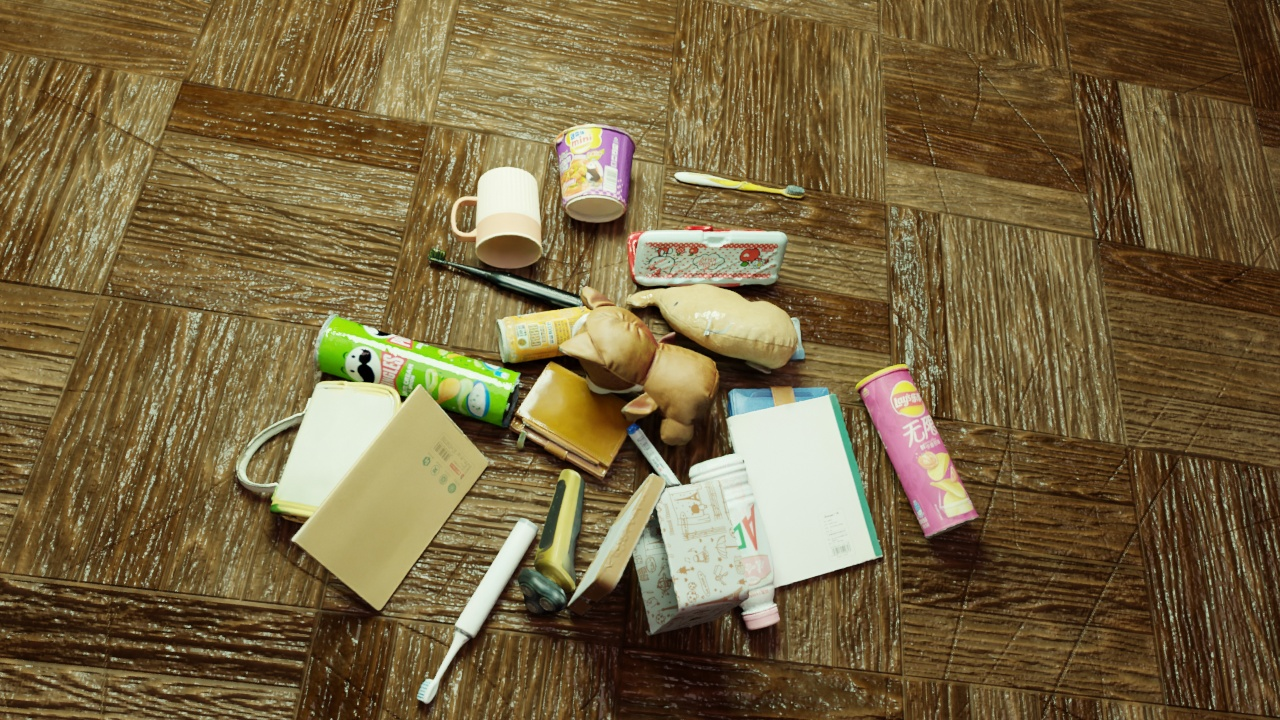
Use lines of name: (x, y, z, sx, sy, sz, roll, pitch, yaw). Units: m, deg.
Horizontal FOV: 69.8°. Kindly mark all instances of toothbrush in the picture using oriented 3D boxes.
toothbrush: (-0.178, 0.274, 1.011, 0.026, 0.027, 0.220, 9, 57, 38)
toothbrush: (-0.172, -0.103, 1.182, 0.212, 0.027, 0.026, 19, 23, -1)
toothbrush: (0.143, -0.252, 1.311, 0.191, 0.018, 0.016, 7, 63, -7)

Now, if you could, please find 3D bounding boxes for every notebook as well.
notebook: (-0.264, 0.150, 1.001, 0.008, 0.148, 0.207, 12, 56, 40)
notebook: (0.201, 0.155, 1.118, 0.150, 0.012, 0.209, -12, 80, -16)

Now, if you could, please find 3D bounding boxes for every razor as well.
razor: (-0.096, 0.203, 1.044, 0.067, 0.062, 0.167, 31, 54, -29)

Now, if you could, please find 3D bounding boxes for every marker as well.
marker: (0.031, 0.137, 1.102, 0.016, 0.017, 0.146, -35, 86, -22)

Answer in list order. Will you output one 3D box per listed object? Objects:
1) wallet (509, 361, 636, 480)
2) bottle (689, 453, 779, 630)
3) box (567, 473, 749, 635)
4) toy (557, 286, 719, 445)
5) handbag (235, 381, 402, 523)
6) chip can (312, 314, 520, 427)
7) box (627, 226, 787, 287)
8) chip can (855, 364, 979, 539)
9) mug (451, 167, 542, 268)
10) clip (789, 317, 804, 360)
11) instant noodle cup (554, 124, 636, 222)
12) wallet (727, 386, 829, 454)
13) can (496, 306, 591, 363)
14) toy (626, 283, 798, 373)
wallet: (-0.081, 0.075, 1.113, 0.130, 0.035, 0.118, 29, 62, 3)
bottle: (0.115, 0.210, 1.066, 0.068, 0.068, 0.197, -14, 78, -16)
box: (0.001, 0.213, 0.985, 0.168, 0.182, 0.150, -10, 68, -14)
toy: (-0.007, 0.006, 1.097, 0.199, 0.131, 0.139, 36, 34, -21)
handbag: (-0.363, 0.105, 1.044, 0.179, 0.063, 0.163, 7, 64, 9)
chip can: (-0.262, 0.013, 1.090, 0.236, 0.072, 0.072, 18, 64, -3)
box: (0.089, -0.147, 1.210, 0.201, 0.100, 0.095, -2, 67, -12)
chip can: (0.346, 0.113, 1.153, 0.071, 0.072, 0.210, -14, 69, -16)
mug: (-0.186, -0.185, 1.187, 0.114, 0.082, 0.105, 0, 64, -9)
clip: (0.205, -0.028, 1.220, 0.024, 0.028, 0.056, -1, 76, -9)
instant noodle cup: (-0.061, -0.245, 1.229, 0.111, 0.112, 0.099, 3, 75, -9)
wallet: (0.180, 0.085, 1.156, 0.133, 0.040, 0.106, 0, 70, -12)
can: (-0.103, -0.034, 1.146, 0.146, 0.058, 0.058, -9, 68, -14)
toy: (0.092, -0.053, 1.165, 0.226, 0.143, 0.082, 19, 101, 1)
